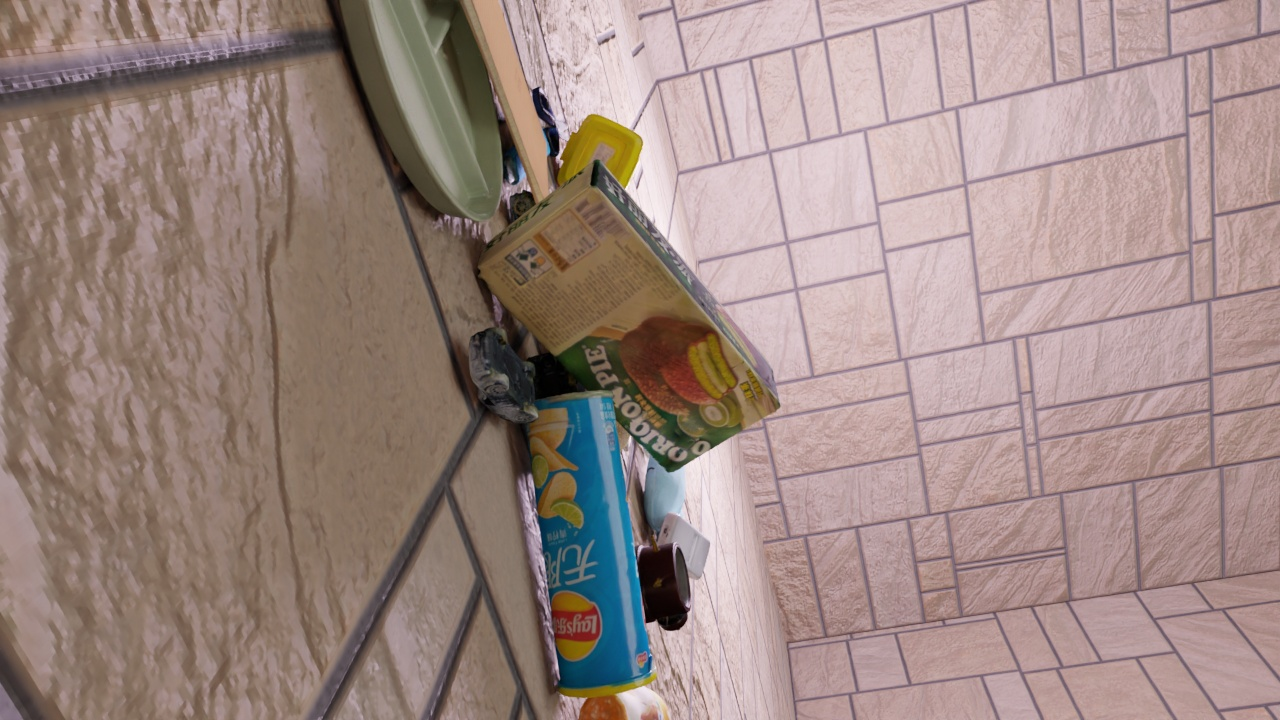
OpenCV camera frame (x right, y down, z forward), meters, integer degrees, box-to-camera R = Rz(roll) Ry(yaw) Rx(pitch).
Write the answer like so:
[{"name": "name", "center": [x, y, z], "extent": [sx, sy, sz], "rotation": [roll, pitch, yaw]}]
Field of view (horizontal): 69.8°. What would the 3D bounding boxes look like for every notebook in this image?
[{"name": "notebook", "center": [-0.112, -0.242, 0.752], "extent": [0.149, 0.012, 0.212], "rotation": [-98, 172, -52]}]

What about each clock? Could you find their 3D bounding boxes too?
[{"name": "clock", "center": [0.023, 0.243, 0.988], "extent": [0.122, 0.055, 0.082], "rotation": [64, 16, -48]}]

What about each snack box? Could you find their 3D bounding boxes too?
[{"name": "snack box", "center": [-0.046, -0.220, 1.034], "extent": [0.091, 0.082, 0.080], "rotation": [-64, -177, 2]}, {"name": "snack box", "center": [-0.004, -0.027, 0.713], "extent": [0.240, 0.115, 0.063], "rotation": [47, 22, -25]}]

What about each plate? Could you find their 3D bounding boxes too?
[{"name": "plate", "center": [-0.142, -0.203, 0.609], "extent": [0.230, 0.027, 0.230], "rotation": [-11, 89, -81]}]

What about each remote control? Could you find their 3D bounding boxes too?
[{"name": "remote control", "center": [0.053, 0.229, 1.124], "extent": [0.136, 0.020, 0.055], "rotation": [48, 54, -57]}]

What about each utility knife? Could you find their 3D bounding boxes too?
[{"name": "utility knife", "center": [-0.107, -0.188, 0.847], "extent": [0.160, 0.018, 0.034], "rotation": [-79, 156, -65]}]

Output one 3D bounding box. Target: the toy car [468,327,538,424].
[{"name": "toy car", "center": [-0.094, 0.013, 0.617], "extent": [0.090, 0.034, 0.042], "rotation": [62, 22, -62]}]

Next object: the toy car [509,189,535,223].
[{"name": "toy car", "center": [-0.090, -0.094, 0.785], "extent": [0.049, 0.031, 0.105], "rotation": [29, 45, -73]}]

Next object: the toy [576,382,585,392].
[{"name": "toy", "center": [-0.037, -0.079, 0.908], "extent": [0.355, 0.091, 0.138], "rotation": [-68, 164, -66]}]

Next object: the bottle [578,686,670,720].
[{"name": "bottle", "center": [-0.015, 0.273, 0.689], "extent": [0.108, 0.063, 0.063], "rotation": [61, 20, -61]}]

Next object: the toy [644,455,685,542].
[{"name": "toy", "center": [0.030, 0.176, 1.145], "extent": [0.156, 0.050, 0.161], "rotation": [74, 21, -46]}]

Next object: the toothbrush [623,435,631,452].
[{"name": "toothbrush", "center": [-0.014, 0.047, 1.126], "extent": [0.187, 0.017, 0.016], "rotation": [-91, 165, -53]}]

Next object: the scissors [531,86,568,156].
[{"name": "scissors", "center": [-0.094, -0.253, 1.035], "extent": [0.173, 0.012, 0.126], "rotation": [58, 21, -69]}]

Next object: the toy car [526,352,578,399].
[{"name": "toy car", "center": [-0.065, 0.038, 0.738], "extent": [0.035, 0.042, 0.090], "rotation": [0, 79, -83]}]

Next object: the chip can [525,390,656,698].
[{"name": "chip can", "center": [-0.038, 0.130, 0.671], "extent": [0.071, 0.071, 0.210], "rotation": [29, 52, -78]}]

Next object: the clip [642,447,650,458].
[{"name": "clip", "center": [0.015, 0.092, 1.191], "extent": [0.100, 0.070, 0.034], "rotation": [78, 7, -53]}]

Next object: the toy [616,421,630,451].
[{"name": "toy", "center": [-0.013, 0.024, 0.829], "extent": [0.105, 0.157, 0.066], "rotation": [8, 26, -42]}]
